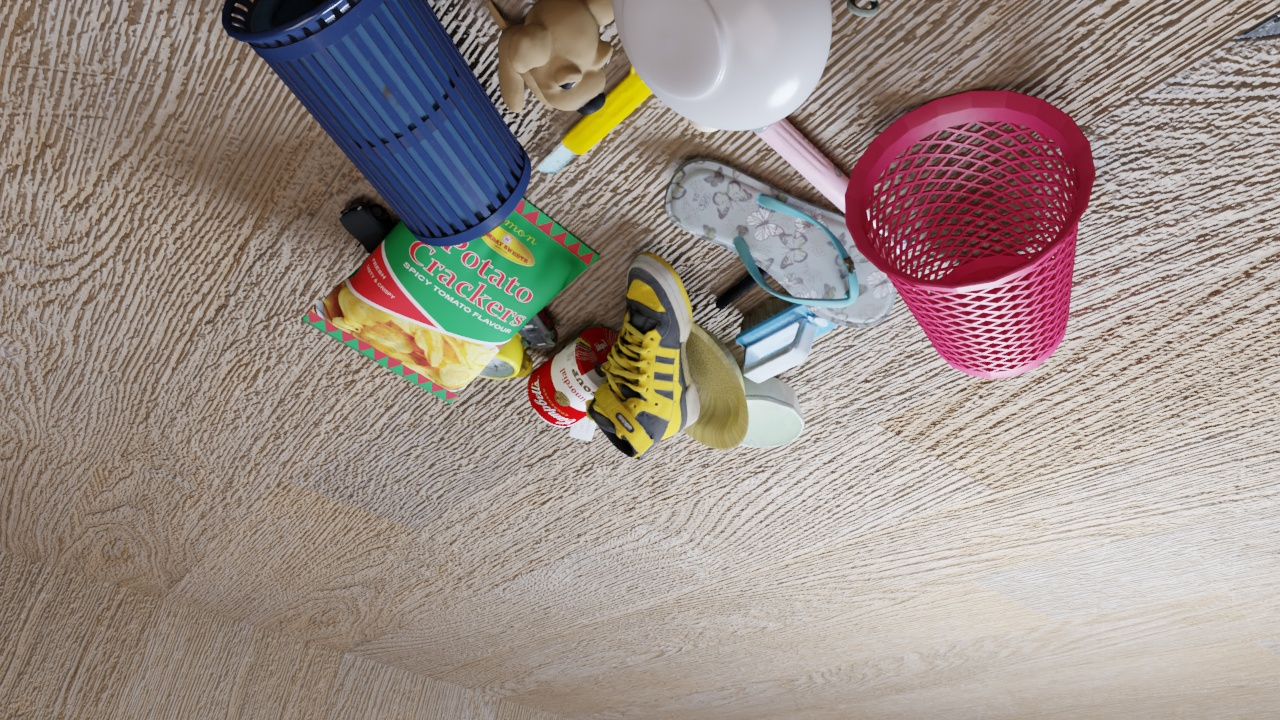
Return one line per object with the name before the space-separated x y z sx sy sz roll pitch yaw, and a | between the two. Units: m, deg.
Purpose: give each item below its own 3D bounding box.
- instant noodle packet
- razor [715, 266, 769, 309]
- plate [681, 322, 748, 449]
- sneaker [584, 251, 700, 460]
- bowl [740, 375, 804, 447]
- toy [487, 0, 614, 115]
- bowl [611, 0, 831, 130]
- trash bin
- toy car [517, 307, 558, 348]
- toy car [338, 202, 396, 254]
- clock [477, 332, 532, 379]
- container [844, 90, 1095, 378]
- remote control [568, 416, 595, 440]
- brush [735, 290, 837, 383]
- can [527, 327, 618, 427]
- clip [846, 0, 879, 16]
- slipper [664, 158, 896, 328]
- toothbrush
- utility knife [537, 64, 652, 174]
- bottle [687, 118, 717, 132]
instant noodle packet | -0.198 -0.077 0.968 0.253 0.090 0.195 -42 126 19
razor | 0.121 -0.089 0.959 0.042 0.022 0.145 23 144 -19
plate | 0.069 0.015 1.060 0.184 0.036 0.185 38 146 31
sneaker | -0.006 0.006 0.996 0.086 0.121 0.239 25 140 38
bowl | 0.144 0.054 1.134 0.117 0.061 0.118 7 146 4
toy | -0.071 -0.242 0.720 0.108 0.133 0.106 9 134 51
bowl | 0.039 -0.232 0.629 0.177 0.066 0.177 33 146 25
trash bin | -0.196 -0.212 0.748 0.139 0.139 0.249 -6 145 21
toy car | -0.128 -0.049 1.065 0.042 0.036 0.091 -7 144 23
toy car | -0.273 -0.125 0.986 0.046 0.034 0.112 -13 140 30
clock | -0.176 -0.011 1.116 0.083 0.057 0.119 2 154 10
container | 0.298 -0.087 0.801 0.183 0.182 0.226 -9 150 24
remote control | -0.074 0.074 1.257 0.033 0.012 0.131 14 146 -3
brush | 0.166 -0.033 0.985 0.055 0.075 0.136 28 142 -28
can | -0.072 0.021 1.112 0.086 0.086 0.117 27 143 -26
clip | 0.157 -0.273 0.630 0.023 0.078 0.051 7 132 2
slipper | 0.147 -0.109 0.874 0.268 0.054 0.098 29 112 -19
toothbrush | 0.181 -0.158 0.839 0.222 0.027 0.027 32 140 -32
utility knife | -0.035 -0.215 0.811 0.030 0.017 0.192 33 137 -25
bottle | 0.070 -0.245 0.703 0.059 0.059 0.166 12 147 -5
